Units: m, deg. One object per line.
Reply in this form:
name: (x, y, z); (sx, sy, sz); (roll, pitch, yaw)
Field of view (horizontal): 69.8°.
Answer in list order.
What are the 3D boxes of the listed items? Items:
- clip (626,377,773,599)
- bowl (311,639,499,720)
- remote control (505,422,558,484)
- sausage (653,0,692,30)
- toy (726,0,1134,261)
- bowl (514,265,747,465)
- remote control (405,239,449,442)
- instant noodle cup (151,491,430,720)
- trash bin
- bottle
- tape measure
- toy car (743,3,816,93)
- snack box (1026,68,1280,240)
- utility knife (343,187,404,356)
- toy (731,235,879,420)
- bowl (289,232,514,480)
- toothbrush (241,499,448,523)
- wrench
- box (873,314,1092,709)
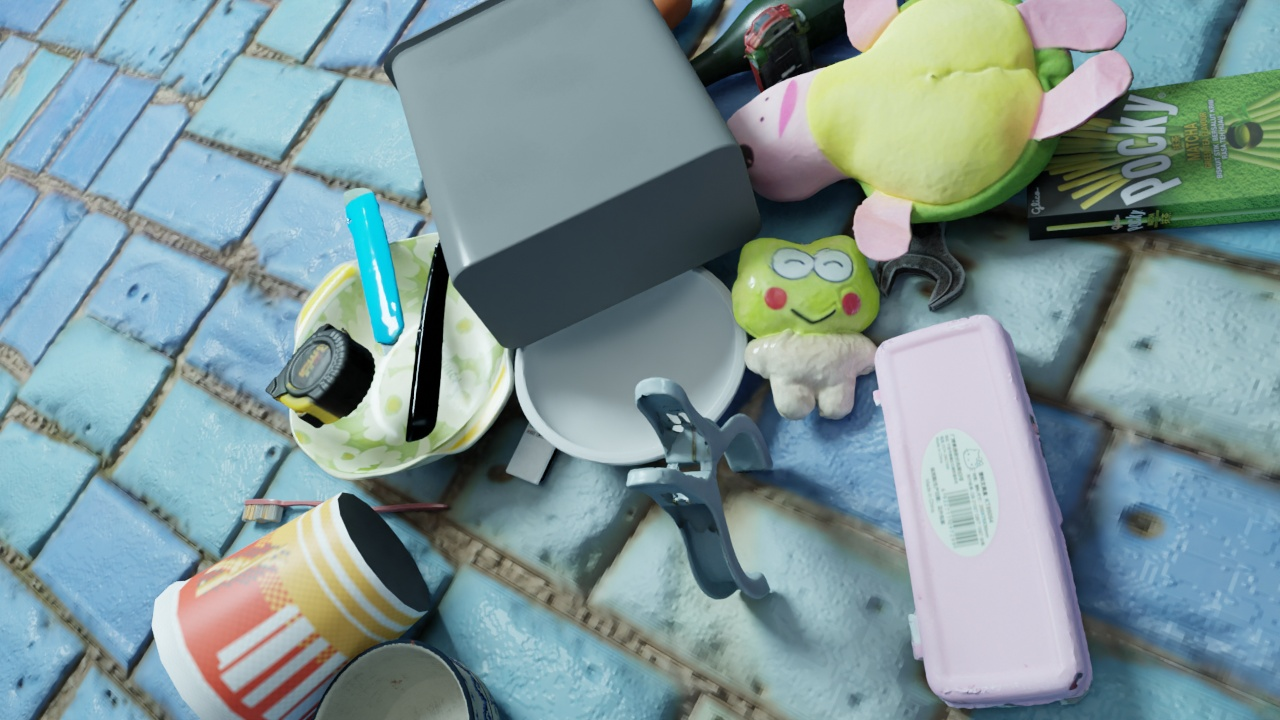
clip: (0.039, 0.041, 0.488); (0.029, 0.172, 0.142); (-7, 53, 22)
bowl: (-0.131, 0.227, 0.536); (0.116, 0.059, 0.115); (-11, 61, 21)
remote control: (-0.053, 0.025, 0.627); (0.028, 0.012, 0.124); (16, 74, 31)
sausage: (-0.025, -0.240, 0.726); (0.164, 0.039, 0.044); (-44, 14, 2)
toy: (0.160, -0.148, 0.548); (0.239, 0.087, 0.190); (-10, 77, 32)
bowl: (-0.003, 0.003, 0.590); (0.150, 0.043, 0.149); (-6, 62, 12)
remote control: (-0.137, -0.021, 0.607); (0.020, 0.041, 0.151); (9, 63, -16)
instant noodle cup: (-0.211, 0.157, 0.581); (0.121, 0.123, 0.123); (-36, 55, -3)
trash bin: (-0.050, -0.146, 0.606); (0.192, 0.098, 0.219); (-25, 56, 4)
bottle: (0.094, -0.238, 0.661); (0.174, 0.055, 0.055); (-27, 57, 17)
tape measure: (-0.211, 0.011, 0.625); (0.063, 0.038, 0.067); (23, 75, 41)
toy car: (0.094, -0.203, 0.620); (0.042, 0.091, 0.036); (-38, 69, 4)
snack box: (0.297, -0.115, 0.516); (0.148, 0.025, 0.080); (-2, 65, 25)
utility knife: (-0.194, -0.070, 0.670); (0.031, 0.015, 0.158); (-28, 58, 14)
toy: (0.101, -0.021, 0.548); (0.092, 0.046, 0.115); (-1, 75, -8)
bowl: (-0.161, 0.003, 0.663); (0.219, 0.060, 0.188); (30, 81, 33)
toothbrush: (-0.217, 0.109, 0.666); (0.185, 0.015, 0.015); (-5, 67, 23)
wrench: (0.194, -0.156, 0.597); (0.070, 0.010, 0.272); (2, 67, 27)
box: (0.172, 0.075, 0.479); (0.086, 0.044, 0.202); (-16, 61, 25)
